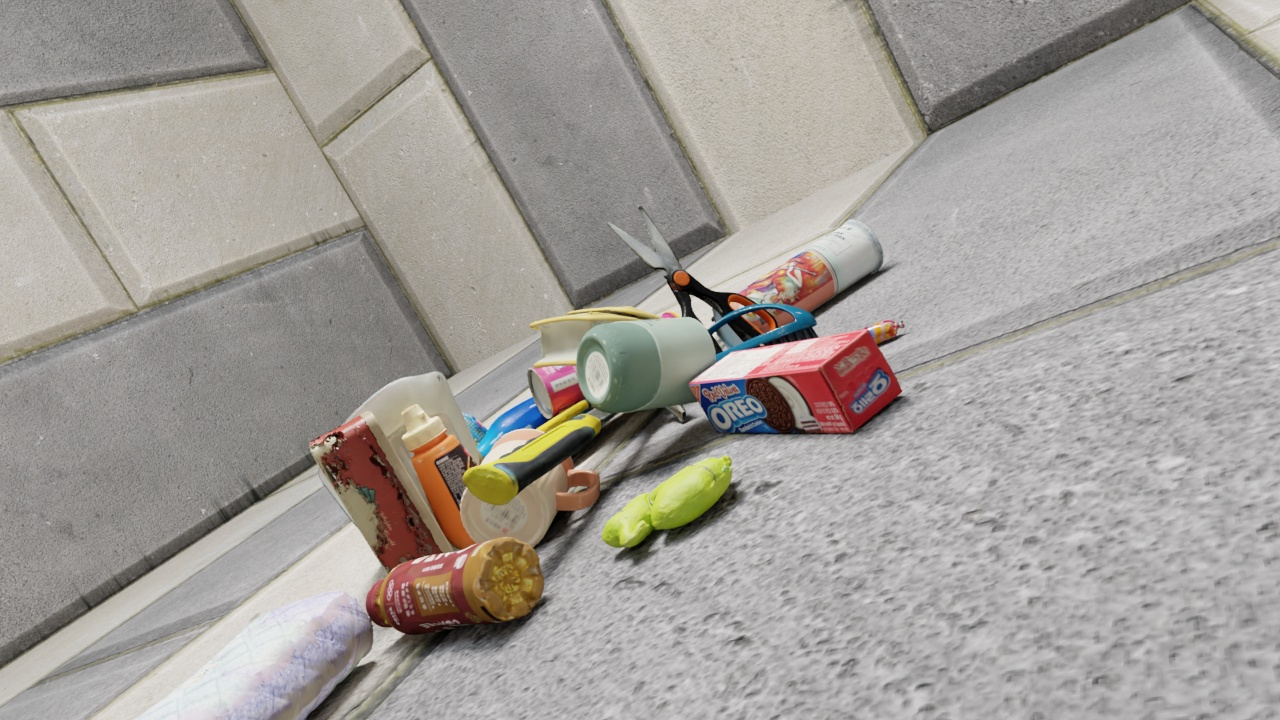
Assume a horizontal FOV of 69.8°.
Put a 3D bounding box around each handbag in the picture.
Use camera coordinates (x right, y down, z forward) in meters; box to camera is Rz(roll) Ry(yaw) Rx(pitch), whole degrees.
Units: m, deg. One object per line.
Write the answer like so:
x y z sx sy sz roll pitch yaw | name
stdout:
-0.022 -0.031 1.053 0.178 0.063 0.164 -7 3 -29 | handbag
-0.293 0.250 0.654 0.134 0.075 0.193 -26 10 22 | handbag

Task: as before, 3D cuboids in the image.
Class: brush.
0.108 -0.016 0.913 0.144 0.073 0.055 -26 -7 29 | brush

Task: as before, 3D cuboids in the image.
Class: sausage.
0.168 -0.006 0.837 0.156 0.020 0.020 -24 10 32 | sausage

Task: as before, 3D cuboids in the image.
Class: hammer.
-0.052 0.061 0.832 0.126 0.032 0.322 9 15 19 | hammer

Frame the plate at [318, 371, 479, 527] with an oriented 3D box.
-0.242 0.118 0.981 0.161 0.034 0.266 -41 -26 -22 | plate

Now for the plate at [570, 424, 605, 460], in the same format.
-0.109 0.111 1.066 0.179 0.024 0.179 -27 7 4 | plate

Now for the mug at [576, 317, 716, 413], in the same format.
-0.005 0.005 0.848 0.106 0.082 0.112 -7 -1 -32 | mug

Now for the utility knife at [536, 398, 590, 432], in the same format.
-0.120 0.089 1.098 0.167 0.015 0.033 -33 1 -27 | utility knife

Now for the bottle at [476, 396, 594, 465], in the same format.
-0.142 0.082 1.200 0.218 0.065 0.065 -33 9 -27 | bottle

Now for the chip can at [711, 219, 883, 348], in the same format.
0.186 -0.086 1.089 0.214 0.071 0.071 -33 9 -18 | chip can

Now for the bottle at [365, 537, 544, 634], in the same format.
-0.146 0.173 0.686 0.175 0.057 0.057 -22 11 42 | bottle

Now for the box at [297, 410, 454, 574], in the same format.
-0.237 0.135 0.829 0.076 0.168 0.091 -31 8 -17 | box

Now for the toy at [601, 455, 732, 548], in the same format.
0.022 0.100 0.648 0.100 0.031 0.096 -29 7 35 | toy

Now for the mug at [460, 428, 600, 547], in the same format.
-0.094 0.117 0.822 0.114 0.082 0.105 2 15 6 | mug

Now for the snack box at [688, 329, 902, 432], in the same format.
0.114 0.021 0.731 0.058 0.057 0.208 -35 10 -21 | snack box

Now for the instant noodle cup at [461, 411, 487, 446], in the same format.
-0.264 0.135 1.224 0.099 0.099 0.109 -24 17 35 | instant noodle cup

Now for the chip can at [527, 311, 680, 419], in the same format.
-0.038 0.004 1.185 0.210 0.071 0.071 -23 5 -21 | chip can

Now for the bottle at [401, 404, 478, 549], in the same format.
-0.186 0.109 0.885 0.067 0.149 0.066 -28 8 4 | bottle

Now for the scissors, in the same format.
0.062 -0.075 1.010 0.197 0.226 0.022 -2 -22 -20 | scissors
